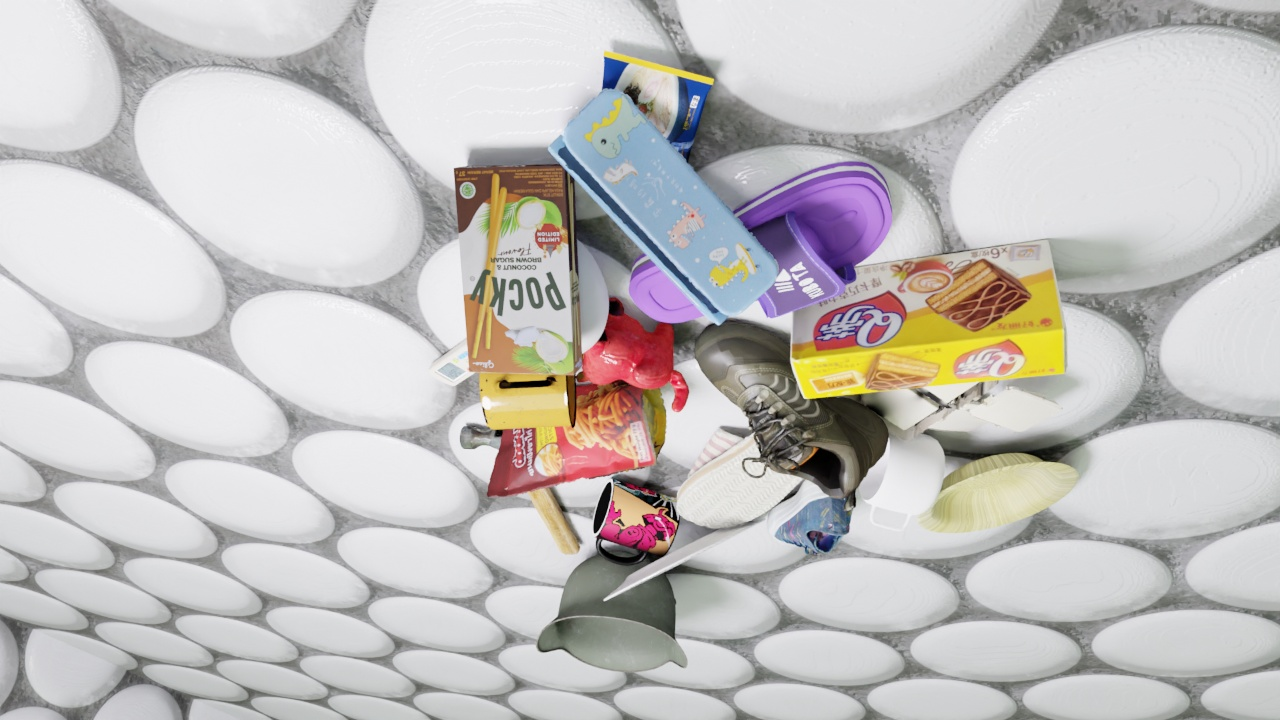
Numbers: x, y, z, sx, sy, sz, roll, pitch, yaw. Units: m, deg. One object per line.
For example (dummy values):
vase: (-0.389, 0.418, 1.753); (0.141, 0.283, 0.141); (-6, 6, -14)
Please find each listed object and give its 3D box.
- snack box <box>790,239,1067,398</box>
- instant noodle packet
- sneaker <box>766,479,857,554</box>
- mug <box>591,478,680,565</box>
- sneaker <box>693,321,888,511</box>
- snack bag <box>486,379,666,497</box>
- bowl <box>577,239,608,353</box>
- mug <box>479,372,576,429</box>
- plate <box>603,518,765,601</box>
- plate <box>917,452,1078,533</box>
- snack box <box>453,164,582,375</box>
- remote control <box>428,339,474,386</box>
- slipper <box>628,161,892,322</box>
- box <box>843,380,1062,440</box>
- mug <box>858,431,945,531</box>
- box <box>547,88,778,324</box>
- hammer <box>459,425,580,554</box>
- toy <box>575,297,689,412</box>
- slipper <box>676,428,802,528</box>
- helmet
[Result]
snack box: (0.256, -0.034, 0.833); (0.231, 0.109, 0.062); (-7, 139, 21)
instant noodle packet: (0.005, -0.188, 0.757); (0.087, 0.026, 0.134); (15, 144, 1)
sneaker: (0.222, 0.210, 1.158); (0.087, 0.079, 0.236); (-1, 156, -7)
mug: (-0.013, 0.228, 1.249); (0.098, 0.081, 0.118); (19, 112, -12)
sneaker: (0.139, 0.073, 0.951); (0.238, 0.142, 0.101); (35, 140, -5)
snack bag: (-0.073, 0.084, 1.049); (0.208, 0.138, 0.066); (-14, 143, 25)
bowl: (-0.106, -0.060, 0.886); (0.150, 0.043, 0.150); (12, 121, 21)
mug: (-0.121, 0.024, 0.975); (0.094, 0.100, 0.123); (-3, 180, 1)
plate: (0.057, 0.262, 1.237); (0.242, 0.016, 0.243); (-25, 167, -6)
plate: (0.413, 0.148, 1.081); (0.184, 0.036, 0.185); (-7, 147, -5)
snack box: (-0.109, -0.081, 0.831); (0.101, 0.031, 0.186); (1, 105, 11)
remote control: (-0.197, -0.003, 1.055); (0.038, 0.018, 0.126); (34, 138, -28)
slipper: (0.104, -0.077, 0.833); (0.267, 0.083, 0.107); (-19, 135, 33)
box: (0.325, 0.035, 0.963); (0.187, 0.057, 0.145); (26, 141, -16)
mug: (0.296, 0.136, 1.048); (0.068, 0.115, 0.094); (14, 180, -5)
box: (0.018, -0.125, 0.761); (0.086, 0.073, 0.209); (-41, 105, 12)
hammer: (-0.137, 0.190, 1.287); (0.132, 0.033, 0.331); (-1, 143, 13)
toy: (-0.006, 0.006, 0.968); (0.133, 0.087, 0.094); (37, 140, -1)
slipper: (0.141, 0.118, 1.112); (0.115, 0.052, 0.264); (30, 128, -20)
helmet: (-0.034, 0.386, 1.417); (0.227, 0.153, 0.268); (5, 139, 5)
